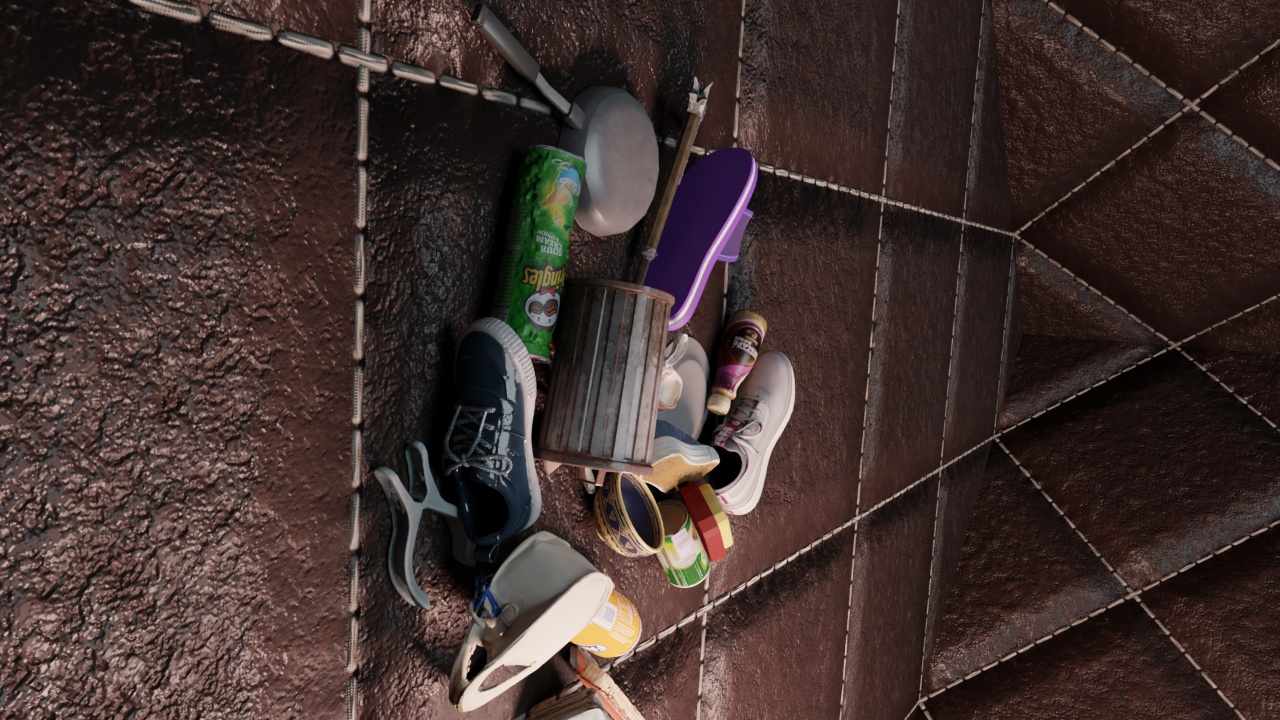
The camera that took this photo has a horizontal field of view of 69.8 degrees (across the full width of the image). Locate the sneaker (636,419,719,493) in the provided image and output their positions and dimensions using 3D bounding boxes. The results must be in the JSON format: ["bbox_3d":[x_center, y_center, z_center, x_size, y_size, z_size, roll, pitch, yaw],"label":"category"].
[{"bbox_3d":[0.036,0.123,1.243,0.079,0.087,0.235,59,12,21],"label":"sneaker"}]

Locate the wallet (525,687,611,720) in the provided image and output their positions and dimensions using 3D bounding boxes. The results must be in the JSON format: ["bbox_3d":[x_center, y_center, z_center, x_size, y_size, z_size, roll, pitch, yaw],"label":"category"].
[{"bbox_3d":[-0.078,0.464,1.119,0.100,0.054,0.132,-23,125,-8],"label":"wallet"}]

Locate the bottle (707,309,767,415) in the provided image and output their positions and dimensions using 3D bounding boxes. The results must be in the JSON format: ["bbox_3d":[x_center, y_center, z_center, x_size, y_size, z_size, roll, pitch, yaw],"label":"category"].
[{"bbox_3d":[0.142,0.004,1.393,0.059,0.060,0.165,50,55,-49],"label":"bottle"}]

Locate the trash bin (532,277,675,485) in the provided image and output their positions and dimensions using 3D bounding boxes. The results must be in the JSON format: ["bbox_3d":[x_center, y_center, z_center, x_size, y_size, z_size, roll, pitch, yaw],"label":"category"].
[{"bbox_3d":[-0.038,0.028,0.990,0.130,0.131,0.211,16,81,-57],"label":"trash bin"}]

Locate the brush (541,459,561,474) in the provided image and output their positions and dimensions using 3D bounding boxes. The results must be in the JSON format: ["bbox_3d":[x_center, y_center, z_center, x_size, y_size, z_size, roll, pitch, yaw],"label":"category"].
[{"bbox_3d":[-0.084,0.084,1.101,0.135,0.015,0.050,-40,127,-54],"label":"brush"}]

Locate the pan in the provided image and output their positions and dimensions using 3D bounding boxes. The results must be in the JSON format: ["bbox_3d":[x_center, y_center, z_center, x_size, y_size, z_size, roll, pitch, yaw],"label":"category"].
[{"bbox_3d":[-0.070,-0.270,1.023,0.357,0.041,0.178,38,64,-54],"label":"pan"}]

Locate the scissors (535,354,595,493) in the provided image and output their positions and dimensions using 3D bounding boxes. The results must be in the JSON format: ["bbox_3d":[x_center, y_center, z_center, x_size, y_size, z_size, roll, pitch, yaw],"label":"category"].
[{"bbox_3d":[-0.072,0.074,1.088,0.193,0.015,0.179,-8,99,-61],"label":"scissors"}]

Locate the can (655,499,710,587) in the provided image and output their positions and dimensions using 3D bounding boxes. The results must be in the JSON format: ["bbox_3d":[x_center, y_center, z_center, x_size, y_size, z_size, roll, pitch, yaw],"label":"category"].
[{"bbox_3d":[0.052,0.260,1.296,0.067,0.067,0.121,-56,138,-36],"label":"can"}]

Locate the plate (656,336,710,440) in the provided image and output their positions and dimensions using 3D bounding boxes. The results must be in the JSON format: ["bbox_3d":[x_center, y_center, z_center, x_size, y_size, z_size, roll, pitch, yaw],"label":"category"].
[{"bbox_3d":[0.062,0.055,1.322,0.178,0.012,0.178,-16,110,-55],"label":"plate"}]

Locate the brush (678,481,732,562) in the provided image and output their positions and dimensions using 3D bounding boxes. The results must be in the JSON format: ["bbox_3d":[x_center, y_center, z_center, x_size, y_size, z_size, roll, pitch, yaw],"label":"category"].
[{"bbox_3d":[0.098,0.228,1.311,0.042,0.082,0.173,-26,152,-4],"label":"brush"}]

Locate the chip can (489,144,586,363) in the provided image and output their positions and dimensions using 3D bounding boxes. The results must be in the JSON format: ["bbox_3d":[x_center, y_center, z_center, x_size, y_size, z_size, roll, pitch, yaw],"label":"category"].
[{"bbox_3d":[-0.110,-0.111,0.962,0.075,0.076,0.223,21,78,-57],"label":"chip can"}]

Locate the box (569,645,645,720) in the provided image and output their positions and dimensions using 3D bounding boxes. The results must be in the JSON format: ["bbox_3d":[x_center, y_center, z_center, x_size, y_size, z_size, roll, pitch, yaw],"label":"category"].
[{"bbox_3d":[-0.040,0.433,1.188,0.043,0.083,0.187,-47,137,-22],"label":"box"}]

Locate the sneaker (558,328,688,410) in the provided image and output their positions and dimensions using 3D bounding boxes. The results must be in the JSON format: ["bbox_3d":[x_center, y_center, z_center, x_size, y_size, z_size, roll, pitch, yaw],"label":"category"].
[{"bbox_3d":[-0.007,0.007,1.129,0.241,0.088,0.118,33,69,-50],"label":"sneaker"}]

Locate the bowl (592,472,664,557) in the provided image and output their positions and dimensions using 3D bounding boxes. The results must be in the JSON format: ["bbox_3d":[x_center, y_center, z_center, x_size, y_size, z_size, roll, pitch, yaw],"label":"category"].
[{"bbox_3d":[-0.024,0.199,1.159,0.112,0.061,0.112,54,20,-30],"label":"bowl"}]

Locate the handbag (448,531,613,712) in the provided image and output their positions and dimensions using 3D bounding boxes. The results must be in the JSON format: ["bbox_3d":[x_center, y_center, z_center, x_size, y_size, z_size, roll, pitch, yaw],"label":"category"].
[{"bbox_3d":[-0.131,0.276,0.964,0.199,0.093,0.201,-48,160,-10],"label":"handbag"}]

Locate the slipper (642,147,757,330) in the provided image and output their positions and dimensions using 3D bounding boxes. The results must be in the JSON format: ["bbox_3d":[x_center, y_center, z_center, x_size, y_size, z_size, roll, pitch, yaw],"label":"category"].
[{"bbox_3d":[0.083,-0.151,1.229,0.084,0.107,0.266,42,68,-50],"label":"slipper"}]

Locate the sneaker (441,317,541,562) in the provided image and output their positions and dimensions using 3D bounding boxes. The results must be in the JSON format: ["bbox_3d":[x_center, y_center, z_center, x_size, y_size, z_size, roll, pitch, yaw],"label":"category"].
[{"bbox_3d":[-0.153,0.078,0.901,0.087,0.089,0.236,-31,118,-62],"label":"sneaker"}]

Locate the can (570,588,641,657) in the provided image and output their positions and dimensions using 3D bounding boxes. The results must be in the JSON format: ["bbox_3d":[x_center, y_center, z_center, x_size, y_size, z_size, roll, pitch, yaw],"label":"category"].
[{"bbox_3d":[-0.059,0.310,1.120,0.142,0.079,0.079,49,56,-50],"label":"can"}]

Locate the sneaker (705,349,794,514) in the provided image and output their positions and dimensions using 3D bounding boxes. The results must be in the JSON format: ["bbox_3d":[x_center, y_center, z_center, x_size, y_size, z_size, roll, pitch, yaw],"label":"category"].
[{"bbox_3d":[0.156,0.101,1.398,0.128,0.097,0.263,29,78,-61],"label":"sneaker"}]

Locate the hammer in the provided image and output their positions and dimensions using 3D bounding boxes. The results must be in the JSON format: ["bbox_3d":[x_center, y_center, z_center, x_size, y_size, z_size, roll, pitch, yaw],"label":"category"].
[{"bbox_3d":[0.027,-0.187,1.179,0.147,0.028,0.316,104,4,-84],"label":"hammer"}]

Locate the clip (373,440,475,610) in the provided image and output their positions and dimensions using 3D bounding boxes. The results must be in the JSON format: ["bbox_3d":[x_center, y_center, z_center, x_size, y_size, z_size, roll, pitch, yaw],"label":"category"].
[{"bbox_3d":[-0.226,0.176,0.879,0.141,0.029,0.172,-53,136,-41],"label":"clip"}]
